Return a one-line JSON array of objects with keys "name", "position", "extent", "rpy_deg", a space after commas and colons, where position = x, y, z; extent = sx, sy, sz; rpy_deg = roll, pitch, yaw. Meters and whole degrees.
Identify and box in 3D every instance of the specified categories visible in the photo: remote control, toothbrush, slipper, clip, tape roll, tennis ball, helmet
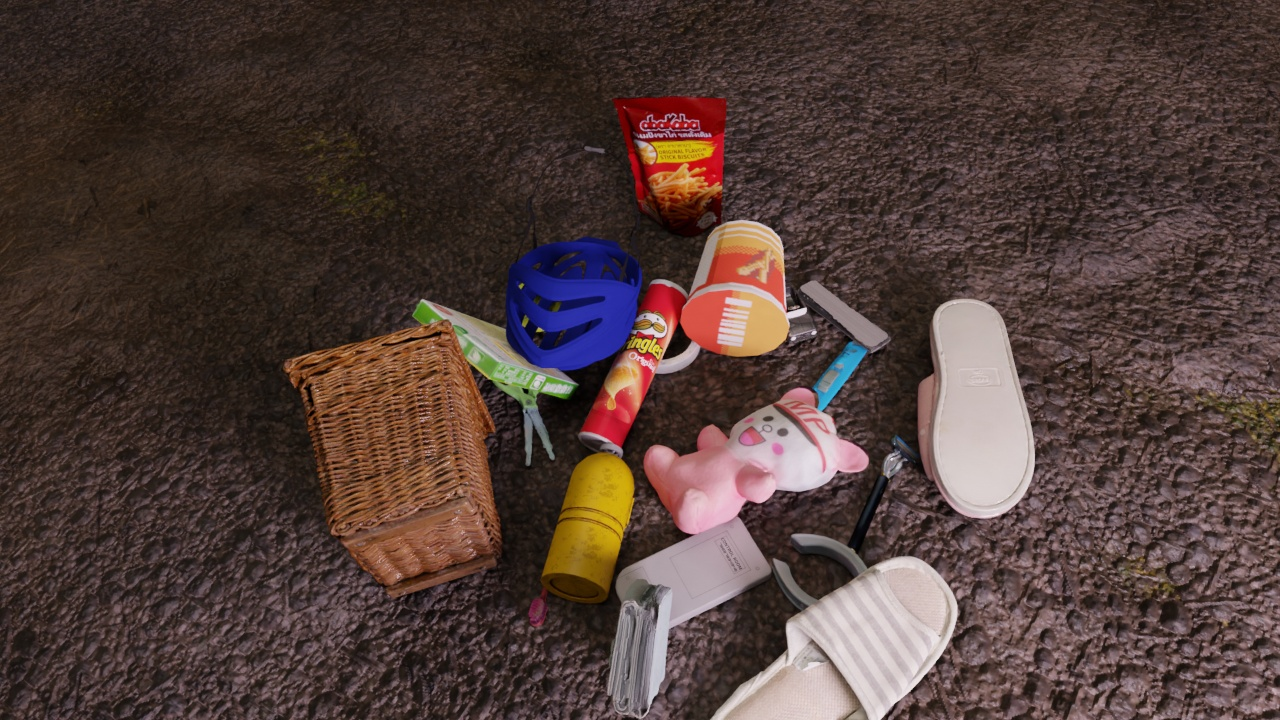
[{"name": "remote control", "position": [0.244, -0.055, 1.118], "extent": [0.033, 0.013, 0.136], "rpy_deg": [-31, 51, -17]}, {"name": "toothbrush", "position": [-0.084, 0.190, 0.973], "extent": [0.016, 0.016, 0.189], "rpy_deg": [8, 54, 13]}, {"name": "remote control", "position": [0.051, 0.220, 0.932], "extent": [0.151, 0.019, 0.074], "rpy_deg": [-23, 54, -12]}, {"name": "slipper", "position": [0.173, 0.283, 0.832], "extent": [0.272, 0.054, 0.114], "rpy_deg": [-40, 66, -8]}, {"name": "clip", "position": [0.218, 0.219, 0.909], "extent": [0.163, 0.028, 0.114], "rpy_deg": [33, 65, 26]}, {"name": "tape roll", "position": [0.027, -0.026, 1.125], "extent": [0.094, 0.018, 0.093], "rpy_deg": [-3, 53, 4]}, {"name": "tennis ball", "position": [-0.131, -0.068, 1.144], "extent": [0.065, 0.065, 0.065], "rpy_deg": [-3, 52, 4]}, {"name": "helmet", "position": [-0.072, -0.112, 1.022], "extent": [0.148, 0.228, 0.240], "rpy_deg": [11, 31, 8]}, {"name": "slipper", "position": [0.363, 0.050, 1.005], "extent": [0.114, 0.054, 0.273], "rpy_deg": [4, 56, 10]}]

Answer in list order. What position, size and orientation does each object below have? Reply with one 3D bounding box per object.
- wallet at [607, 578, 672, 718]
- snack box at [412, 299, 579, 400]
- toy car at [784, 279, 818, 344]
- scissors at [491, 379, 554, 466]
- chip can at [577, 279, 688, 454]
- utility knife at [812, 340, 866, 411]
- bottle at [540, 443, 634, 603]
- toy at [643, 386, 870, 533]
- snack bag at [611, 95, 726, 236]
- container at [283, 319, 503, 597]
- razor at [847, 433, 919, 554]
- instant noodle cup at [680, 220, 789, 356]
[{"name": "wallet", "position": [-0.001, 0.255, 0.826], "extent": [0.054, 0.131, 0.100], "rpy_deg": [4, 84, 3]}, {"name": "snack box", "position": [-0.159, -0.009, 1.033], "extent": [0.132, 0.168, 0.027], "rpy_deg": [36, 96, 27]}, {"name": "toy car", "position": [0.183, -0.063, 1.122], "extent": [0.040, 0.037, 0.092], "rpy_deg": [-16, 53, -6]}, {"name": "scissors", "position": [-0.141, 0.056, 1.086], "extent": [0.093, 0.032, 0.174], "rpy_deg": [-7, 48, -2]}, {"name": "chip can", "position": [-0.006, 0.006, 1.063], "extent": [0.052, 0.052, 0.214], "rpy_deg": [16, 64, 18]}, {"name": "utility knife", "position": [0.227, 0.016, 1.072], "extent": [0.031, 0.015, 0.185], "rpy_deg": [29, 59, 25]}, {"name": "bottle", "position": [-0.048, 0.163, 0.958], "extent": [0.071, 0.071, 0.163], "rpy_deg": [7, 54, 11]}, {"name": "toy", "position": [0.119, 0.106, 0.966], "extent": [0.213, 0.084, 0.142], "rpy_deg": [-25, 32, -10]}, {"name": "snack bag", "position": [0.044, -0.258, 1.180], "extent": [0.139, 0.208, 0.066], "rpy_deg": [9, 54, 12]}, {"name": "container", "position": [-0.227, 0.112, 0.919], "extent": [0.162, 0.250, 0.183], "rpy_deg": [-16, 62, -6]}, {"name": "razor", "position": [0.249, 0.145, 0.968], "extent": [0.043, 0.022, 0.144], "rpy_deg": [42, 64, -13]}, {"name": "instant noodle cup", "position": [0.118, -0.090, 1.092], "extent": [0.123, 0.123, 0.120], "rpy_deg": [5, 55, 10]}]
